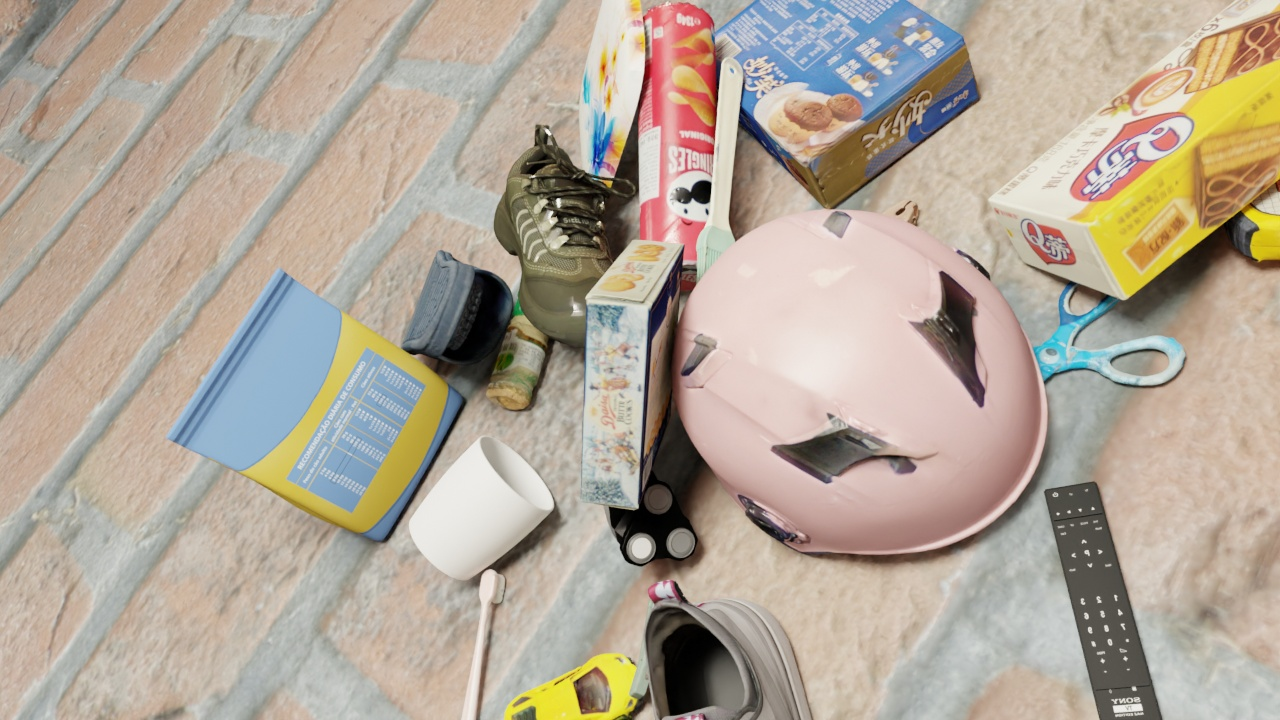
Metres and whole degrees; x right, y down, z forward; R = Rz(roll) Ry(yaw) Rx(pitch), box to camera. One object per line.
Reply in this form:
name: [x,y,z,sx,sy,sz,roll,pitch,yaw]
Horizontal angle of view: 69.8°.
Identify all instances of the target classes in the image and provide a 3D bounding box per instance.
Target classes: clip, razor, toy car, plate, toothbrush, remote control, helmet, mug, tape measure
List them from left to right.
toothbrush: [-0.123,0.247,0.683,0.016,0.018,0.180,-9,60,27]
mug: [-0.129,0.113,0.738,0.088,0.081,0.114,-45,18,7]
toy car: [-0.047,0.238,0.633,0.107,0.030,0.049,-31,49,9]
plate: [-0.033,-0.256,0.853,0.016,0.187,0.186,5,54,-15]
razor: [-0.010,0.089,0.690,0.057,0.060,0.156,-3,27,-21]
clip: [0.021,0.195,0.624,0.049,0.023,0.078,23,58,-3]
helmet: [0.131,0.000,0.601,0.230,0.152,0.255,-43,52,-1]
clip: [0.196,-0.097,0.702,0.060,0.024,0.039,-40,49,-2]
remote control: [0.263,0.136,0.525,0.030,0.009,0.139,-15,55,23]
tape measure: [0.398,-0.090,0.568,0.064,0.037,0.065,-14,42,21]

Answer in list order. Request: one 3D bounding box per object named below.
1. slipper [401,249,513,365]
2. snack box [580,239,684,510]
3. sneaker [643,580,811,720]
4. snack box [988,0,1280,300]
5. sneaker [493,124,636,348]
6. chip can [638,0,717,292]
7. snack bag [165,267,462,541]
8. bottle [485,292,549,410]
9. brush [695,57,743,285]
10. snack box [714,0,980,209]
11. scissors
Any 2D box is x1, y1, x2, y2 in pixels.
slipper: [-0.156,-0.037,0.810,0.101,0.082,0.264,-67,17,-1]
snack box: [-0.004,0.004,0.631,0.043,0.145,0.144,7,23,9]
sneaker: [0.055,0.246,0.503,0.097,0.128,0.262,-23,54,18]
snack box: [0.354,-0.144,0.586,0.230,0.061,0.110,-39,22,4]
sneaker: [-0.054,-0.123,0.783,0.237,0.101,0.143,59,141,45]
chip can: [0.032,-0.179,0.773,0.073,0.073,0.232,-7,76,27]
snack bag: [-0.270,0.041,0.772,0.102,0.205,0.158,15,70,36]
bottle: [-0.104,-0.012,0.815,0.043,0.043,0.110,0,63,31]
brush: [0.066,-0.152,0.738,0.012,0.033,0.217,-19,59,51]
snack box: [0.159,-0.247,0.787,0.155,0.069,0.202,-37,49,5]
scissors: [0.276,-0.014,0.612,0.141,0.013,0.114,-15,55,25]
